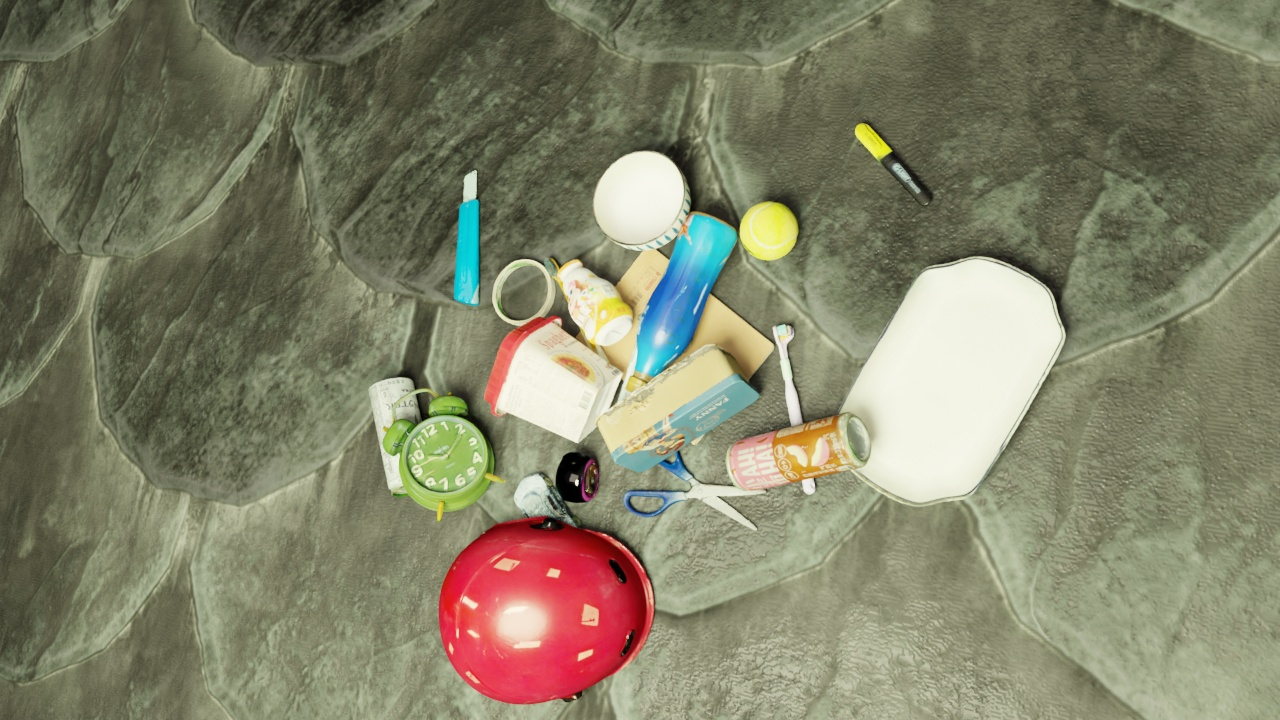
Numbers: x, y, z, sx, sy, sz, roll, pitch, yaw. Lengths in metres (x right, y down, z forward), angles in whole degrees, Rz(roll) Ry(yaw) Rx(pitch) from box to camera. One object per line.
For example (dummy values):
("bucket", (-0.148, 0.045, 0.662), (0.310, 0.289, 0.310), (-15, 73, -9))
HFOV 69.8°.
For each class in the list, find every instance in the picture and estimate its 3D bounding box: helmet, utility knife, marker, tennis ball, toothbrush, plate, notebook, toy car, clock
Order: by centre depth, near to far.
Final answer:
("plate", (0.316, 0.022, 0.946), (0.162, 0.034, 0.266), (30, 92, 24))
("helmet", (-0.117, 0.282, 1.010), (0.240, 0.143, 0.207), (-8, 87, 17))
("toothbrush", (0.172, 0.053, 1.010), (0.021, 0.029, 0.189), (-28, 67, 59))
("marker", (0.280, -0.217, 1.015), (0.018, 0.015, 0.124), (-40, 70, 14))
("tennis ball", (0.144, -0.146, 1.031), (0.066, 0.065, 0.065), (-4, 79, 22))
("marker", (-0.006, 0.006, 1.083), (0.017, 0.017, 0.145), (16, 87, 24))
("notebook", (0.036, -0.022, 1.085), (0.207, 0.008, 0.148), (41, 98, 24))
("toy car", (-0.114, 0.182, 1.098), (0.049, 0.031, 0.105), (-43, 67, 9))
("clock", (-0.246, 0.108, 1.122), (0.116, 0.056, 0.161), (-30, 77, -18))
("toothbrush", (-0.076, -0.050, 1.123), (0.016, 0.018, 0.191), (-34, 69, 17))
("utility knife", (-0.227, -0.163, 1.215), (0.034, 0.018, 0.187), (-2, 79, 11))

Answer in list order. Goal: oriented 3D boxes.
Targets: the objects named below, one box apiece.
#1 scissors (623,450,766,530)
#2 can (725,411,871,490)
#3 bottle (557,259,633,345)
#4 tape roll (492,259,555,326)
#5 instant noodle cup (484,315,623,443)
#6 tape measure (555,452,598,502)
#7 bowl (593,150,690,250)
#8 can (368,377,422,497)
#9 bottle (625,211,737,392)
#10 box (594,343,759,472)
("scissors", (0.055, 0.140, 1.046), (0.164, 0.012, 0.160), (-25, 73, 15))
("can", (0.164, 0.097, 0.960), (0.148, 0.057, 0.058), (-20, 72, 38))
("bottle", (-0.057, -0.071, 1.094), (0.063, 0.063, 0.108), (-41, 67, 11))
("tape roll", (-0.149, -0.086, 1.170), (0.086, 0.014, 0.085), (-4, 79, 22))
("instant noodle cup", (-0.098, 0.026, 1.072), (0.124, 0.116, 0.117), (29, 118, 13))
("tape measure", (-0.072, 0.138, 1.074), (0.039, 0.057, 0.057), (3, 73, 22))
("bowl", (0.009, -0.183, 1.094), (0.117, 0.066, 0.116), (-4, 78, 21))
("can", (-0.307, 0.097, 1.178), (0.058, 0.058, 0.146), (-22, 72, 17))
("bottle", (0.040, -0.061, 1.048), (0.065, 0.065, 0.218), (24, 89, 24))
("box", (0.045, 0.050, 1.014), (0.184, 0.089, 0.061), (-33, 64, 15))
